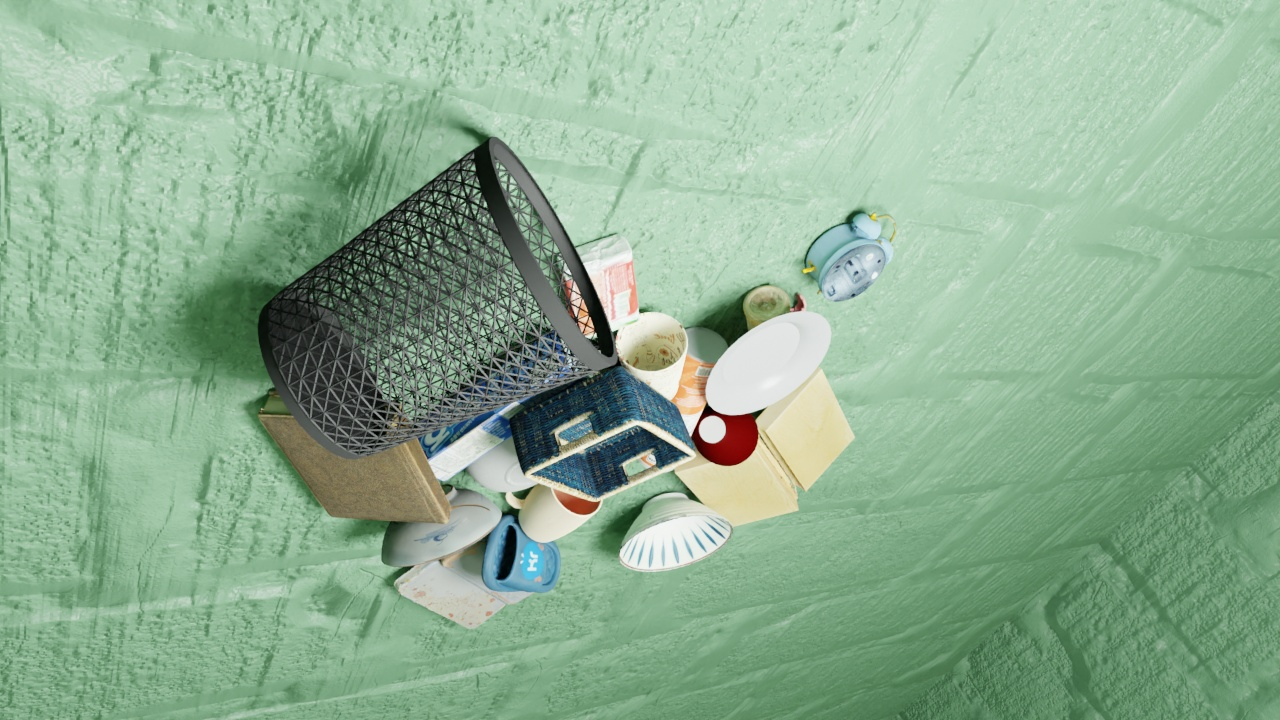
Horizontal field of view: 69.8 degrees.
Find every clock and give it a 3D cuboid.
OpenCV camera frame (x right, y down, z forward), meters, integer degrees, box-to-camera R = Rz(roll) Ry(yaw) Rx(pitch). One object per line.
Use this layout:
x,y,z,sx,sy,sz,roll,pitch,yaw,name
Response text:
0.257,-0.127,1.105,0.125,0.051,0.088,-38,142,10,clock

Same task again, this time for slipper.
-0.155,0.272,1.270,0.059,0.103,0.213,-2,162,21,slipper

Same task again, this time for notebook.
-0.277,0.111,0.980,0.190,0.034,0.216,3,142,7,notebook

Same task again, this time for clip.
0.203,-0.064,1.172,0.035,0.022,0.058,-33,149,1,clip

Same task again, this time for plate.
0.152,0.000,1.114,0.172,0.019,0.173,-20,143,-16,plate

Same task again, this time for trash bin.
-0.179,-0.039,0.803,0.243,0.216,0.217,-27,144,8,trash bin

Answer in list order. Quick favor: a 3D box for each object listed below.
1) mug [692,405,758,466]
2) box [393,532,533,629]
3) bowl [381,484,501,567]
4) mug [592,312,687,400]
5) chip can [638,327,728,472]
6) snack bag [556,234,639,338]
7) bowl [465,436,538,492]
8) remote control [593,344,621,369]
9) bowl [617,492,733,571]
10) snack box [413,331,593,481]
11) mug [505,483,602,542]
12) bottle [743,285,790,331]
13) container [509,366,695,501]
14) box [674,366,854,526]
0.108,0.082,1.223,0.087,0.114,0.088,6,173,19,mug
-0.239,0.314,1.319,0.148,0.042,0.216,-28,144,5,box
-0.249,0.189,1.111,0.150,0.151,0.057,-21,102,-11,bowl
-0.006,0.006,1.065,0.122,0.081,0.097,-5,148,0,mug
0.050,0.054,1.174,0.062,0.062,0.211,-7,139,-27,chip can
-0.043,-0.076,0.979,0.077,0.036,0.116,-21,143,-10,snack bag
-0.147,0.111,1.110,0.131,0.064,0.132,-18,142,-15,bowl
-0.056,-0.003,1.079,0.124,0.010,0.039,-10,140,-24,remote control
0.046,0.249,1.389,0.177,0.070,0.178,-10,144,-8,bowl
-0.158,0.052,1.019,0.227,0.059,0.059,-34,144,17,snack box
-0.123,0.185,1.212,0.111,0.085,0.105,29,131,-19,mug
0.166,-0.025,1.162,0.056,0.056,0.162,-26,144,-5,bottle
-0.038,0.086,1.023,0.145,0.071,0.187,-26,155,14,container
0.195,0.141,1.372,0.261,0.096,0.247,-38,145,2,box
